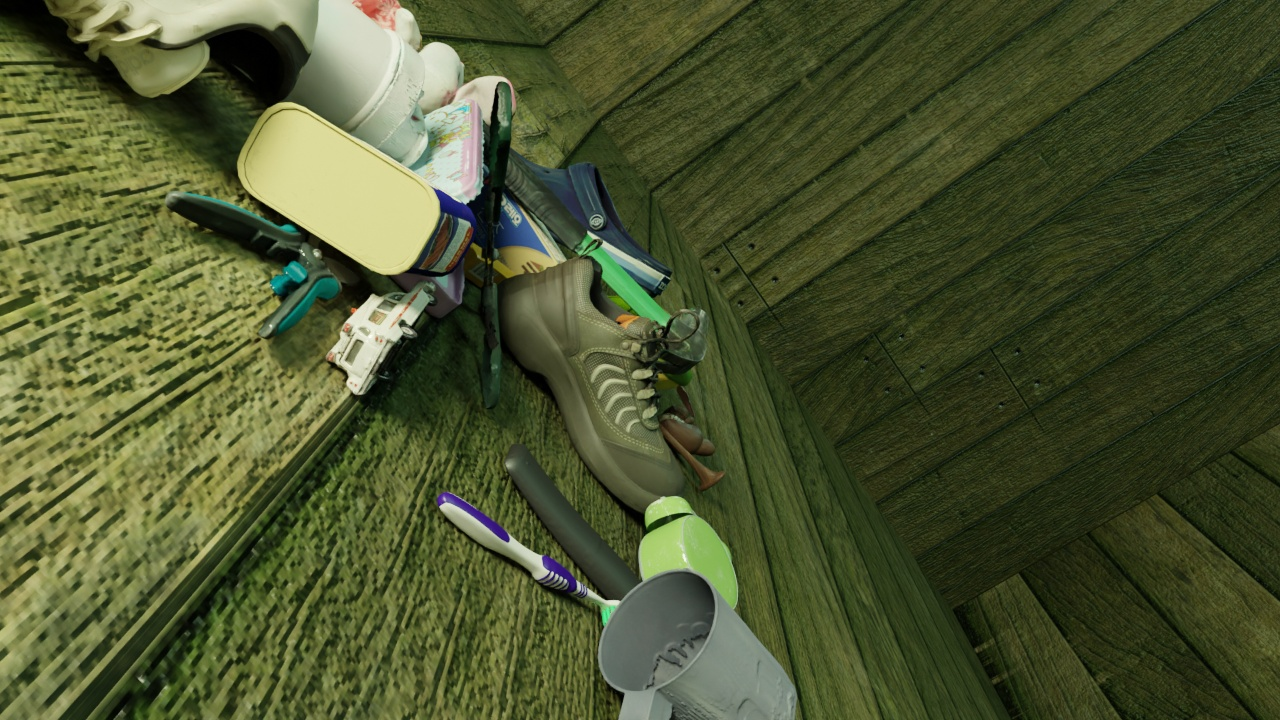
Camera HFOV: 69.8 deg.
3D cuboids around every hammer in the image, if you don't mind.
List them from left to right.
[{"bbox_3d":[-0.054,-0.108,0.844,0.319,0.032,0.130,45,28,-14],"label":"hammer"}]

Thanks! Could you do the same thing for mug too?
[{"bbox_3d":[0.033,0.205,0.548,0.104,0.084,0.123,51,36,-29],"label":"mug"}]

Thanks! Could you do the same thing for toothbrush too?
[{"bbox_3d":[-0.055,0.125,0.543,0.186,0.015,0.016,45,20,-40],"label":"toothbrush"}]

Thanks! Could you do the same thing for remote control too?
[{"bbox_3d":[-0.040,0.118,0.615,0.152,0.020,0.041,52,11,-12],"label":"remote control"}]

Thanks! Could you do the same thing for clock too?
[{"bbox_3d":[0.038,0.159,0.712,0.094,0.043,0.119,50,23,-27],"label":"clock"}]

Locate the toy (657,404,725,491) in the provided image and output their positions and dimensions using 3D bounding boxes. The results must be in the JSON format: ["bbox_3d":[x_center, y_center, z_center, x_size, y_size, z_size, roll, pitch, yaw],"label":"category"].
[{"bbox_3d":[0.052,0.091,1.018,0.102,0.042,0.054,46,35,-6],"label":"toy"}]

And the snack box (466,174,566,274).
[{"bbox_3d":[-0.094,-0.075,0.852,0.206,0.057,0.056,57,8,8],"label":"snack box"}]

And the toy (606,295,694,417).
[{"bbox_3d":[-0.001,-0.020,0.982,0.190,0.088,0.238,39,6,8],"label":"toy"}]

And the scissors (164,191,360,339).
[{"bbox_3d":[-0.192,-0.056,0.484,0.124,0.019,0.155,49,11,-36],"label":"scissors"}]

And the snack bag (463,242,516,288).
[{"bbox_3d":[-0.126,-0.072,0.783,0.099,0.026,0.020,36,23,-56],"label":"snack bag"}]

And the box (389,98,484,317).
[{"bbox_3d":[-0.146,-0.132,0.704,0.089,0.093,0.214,48,14,-30],"label":"box"}]

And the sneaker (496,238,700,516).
[{"bbox_3d":[-0.005,0.005,0.762,0.238,0.143,0.101,56,11,-7],"label":"sneaker"}]

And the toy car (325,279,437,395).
[{"bbox_3d":[-0.148,-0.020,0.528,0.039,0.039,0.113,30,17,-12],"label":"toy car"}]

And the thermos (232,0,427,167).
[{"bbox_3d":[-0.232,-0.221,0.602,0.220,0.099,0.099,38,21,-47],"label":"thermos"}]

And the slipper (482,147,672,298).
[{"bbox_3d":[-0.065,-0.165,0.999,0.253,0.095,0.105,36,10,4],"label":"slipper"}]

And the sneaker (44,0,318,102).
[{"bbox_3d":[-0.260,-0.184,0.440,0.241,0.089,0.102,-1,94,-57],"label":"sneaker"}]

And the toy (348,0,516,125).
[{"bbox_3d":[-0.211,-0.274,0.855,0.194,0.084,0.159,47,-27,-14],"label":"toy"}]

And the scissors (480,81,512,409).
[{"bbox_3d":[-0.102,-0.081,0.645,0.202,0.015,0.201,104,-19,-43],"label":"scissors"}]

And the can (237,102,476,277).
[{"bbox_3d":[-0.161,-0.095,0.545,0.116,0.056,0.092,32,5,4],"label":"can"}]
